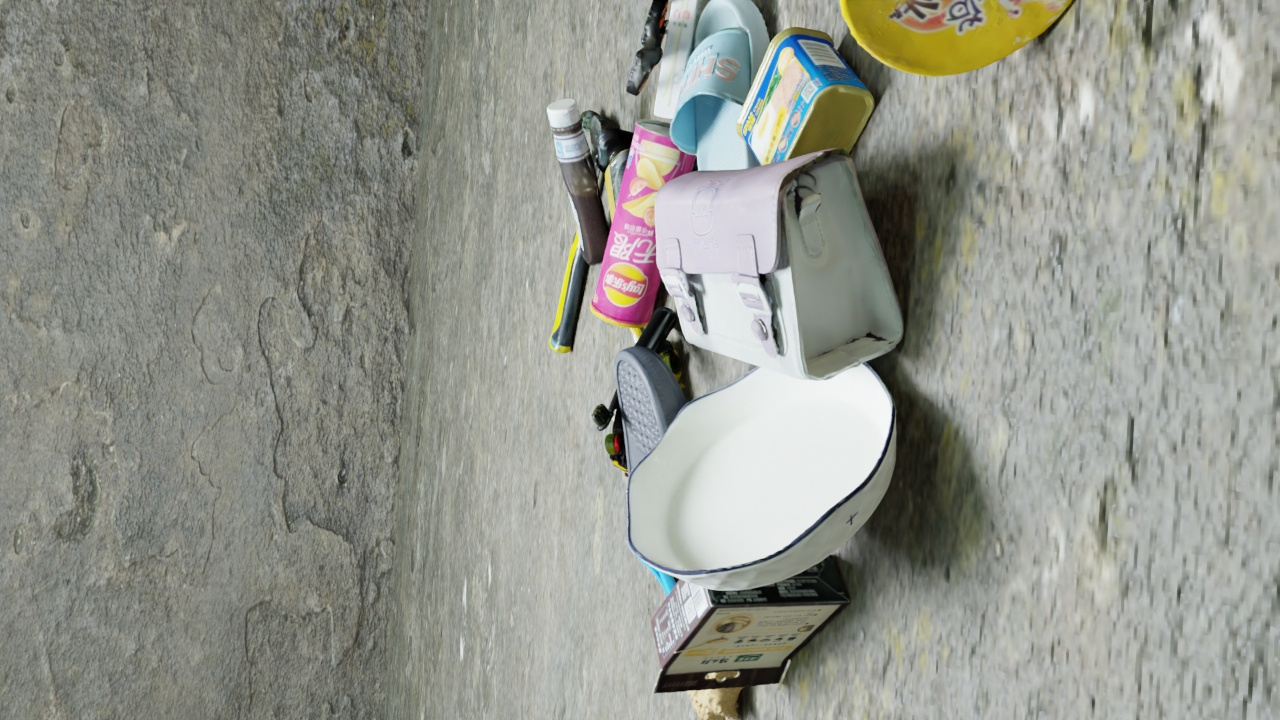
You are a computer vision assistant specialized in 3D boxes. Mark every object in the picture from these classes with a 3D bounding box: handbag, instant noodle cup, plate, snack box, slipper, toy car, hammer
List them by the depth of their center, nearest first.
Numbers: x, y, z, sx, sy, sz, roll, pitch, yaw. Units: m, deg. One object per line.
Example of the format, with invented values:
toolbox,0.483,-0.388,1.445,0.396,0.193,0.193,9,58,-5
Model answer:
instant noodle cup,0.170,-0.249,0.517,0.138,0.138,0.109,117,157,-44
plate,0.084,0.077,0.634,0.045,0.204,0.205,54,173,-26
handbag,0.087,-0.072,0.676,0.197,0.098,0.145,19,127,66
snack box,0.075,0.196,0.687,0.126,0.113,0.053,118,148,-44
slipper,0.043,0.095,0.816,0.110,0.083,0.268,44,152,49
slipper,0.067,-0.208,0.823,0.104,0.074,0.245,150,120,-64
snack box,0.046,-0.317,0.902,0.084,0.027,0.157,-50,-29,-71
toy car,0.008,0.045,0.926,0.071,0.041,0.155,-16,48,26
hammer,-0.079,-0.161,1.224,0.126,0.031,0.324,-127,45,-59

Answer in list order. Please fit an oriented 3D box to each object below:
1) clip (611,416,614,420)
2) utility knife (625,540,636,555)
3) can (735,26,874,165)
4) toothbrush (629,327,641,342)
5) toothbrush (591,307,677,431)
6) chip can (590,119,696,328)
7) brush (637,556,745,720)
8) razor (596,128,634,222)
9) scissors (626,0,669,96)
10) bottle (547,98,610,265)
clip,0.001,0.086,0.974,0.071,0.034,0.100,60,166,-18
utility knife,0.009,0.178,0.880,0.031,0.022,0.211,56,169,4
can,0.125,-0.187,0.704,0.102,0.057,0.083,114,148,-41
toothbrush,-0.003,-0.037,1.043,0.018,0.016,0.191,-61,32,31
toothbrush,-0.005,0.005,0.877,0.026,0.027,0.212,-22,19,29
chip can,0.004,-0.142,0.968,0.071,0.071,0.211,-121,41,-54
brush,0.040,0.242,0.874,0.254,0.045,0.083,-131,45,-65
razor,-0.018,-0.181,1.056,0.068,0.062,0.167,-15,78,47
scissors,0.023,-0.338,0.921,0.142,0.021,0.234,110,178,-47
bottle,-0.070,-0.211,1.089,0.079,0.044,0.195,-112,7,-55
